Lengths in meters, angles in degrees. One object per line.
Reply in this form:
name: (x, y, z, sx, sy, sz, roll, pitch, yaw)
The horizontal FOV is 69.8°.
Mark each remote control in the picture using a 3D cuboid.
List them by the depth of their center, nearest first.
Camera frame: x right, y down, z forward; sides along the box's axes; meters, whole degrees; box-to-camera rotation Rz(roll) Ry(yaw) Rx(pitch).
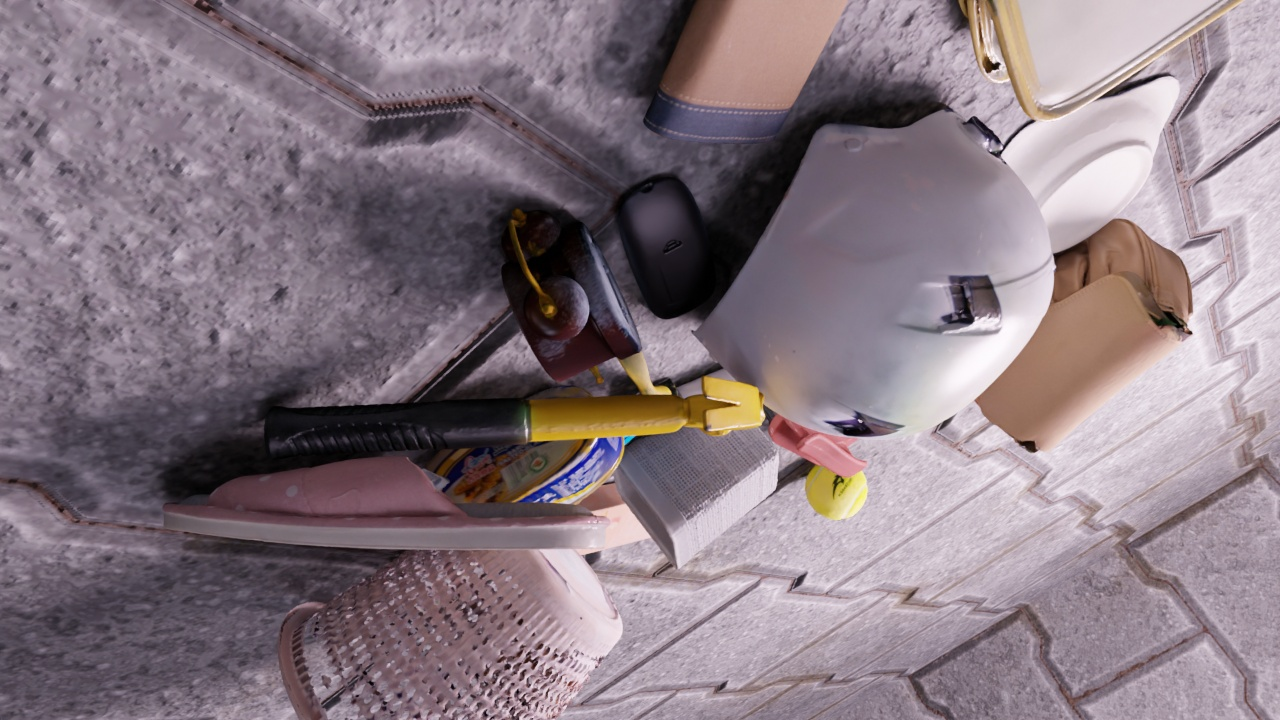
remote control: (0.021, -0.062, 0.578, 0.053, 0.024, 0.136, -27, 149, -1)

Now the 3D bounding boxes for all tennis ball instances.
tennis ball: (0.208, 0.136, 0.974, 0.065, 0.065, 0.066, -20, 148, -13)

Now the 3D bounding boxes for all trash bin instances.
trash bin: (-0.130, 0.219, 0.719, 0.192, 0.227, 0.227, -42, 149, -1)

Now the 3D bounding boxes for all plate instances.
plate: (0.337, -0.133, 0.711, 0.163, 0.034, 0.164, -20, 147, -13)

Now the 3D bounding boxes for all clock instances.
clock: (-0.042, -0.037, 0.512, 0.055, 0.082, 0.122, -24, 152, 6)

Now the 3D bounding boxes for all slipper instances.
slipper: (-0.155, 0.089, 0.566, 0.274, 0.054, 0.114, 2, 168, 3)

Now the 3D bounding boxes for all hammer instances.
hammer: (-0.070, 0.037, 0.561, 0.300, 0.033, 0.129, -3, 172, -8)

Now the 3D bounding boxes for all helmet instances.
helmet: (0.178, -0.036, 0.609, 0.258, 0.146, 0.230, -3, 138, -43)

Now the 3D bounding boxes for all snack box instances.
snack box: (-0.009, 0.141, 0.852, 0.157, 0.026, 0.085, -7, 143, -31)

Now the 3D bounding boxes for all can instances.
can: (-0.085, 0.076, 0.652, 0.148, 0.074, 0.049, -30, 146, 3)

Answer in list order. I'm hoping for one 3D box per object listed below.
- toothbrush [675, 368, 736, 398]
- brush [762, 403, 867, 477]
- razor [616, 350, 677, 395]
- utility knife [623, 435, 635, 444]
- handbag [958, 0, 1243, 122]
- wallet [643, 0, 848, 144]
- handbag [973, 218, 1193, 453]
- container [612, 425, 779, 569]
toothbrush: (0.130, -0.006, 0.743, 0.221, 0.026, 0.027, -22, 150, -9)
brush: (0.161, 0.066, 0.832, 0.063, 0.069, 0.145, -40, 147, 17)
razor: (-0.004, 0.004, 0.657, 0.043, 0.028, 0.133, -24, 147, 0)
utility knife: (-0.028, 0.066, 0.708, 0.034, 0.018, 0.162, -6, 154, -41)
handbag: (0.240, -0.236, 0.474, 0.163, 0.063, 0.179, -34, 134, 10)
wallet: (0.057, -0.162, 0.454, 0.090, 0.033, 0.116, -8, 143, -34)
handbag: (0.370, -0.023, 0.800, 0.099, 0.147, 0.205, 27, 124, -17)
container: (0.048, 0.095, 0.760, 0.114, 0.090, 0.090, -33, 152, -13)
